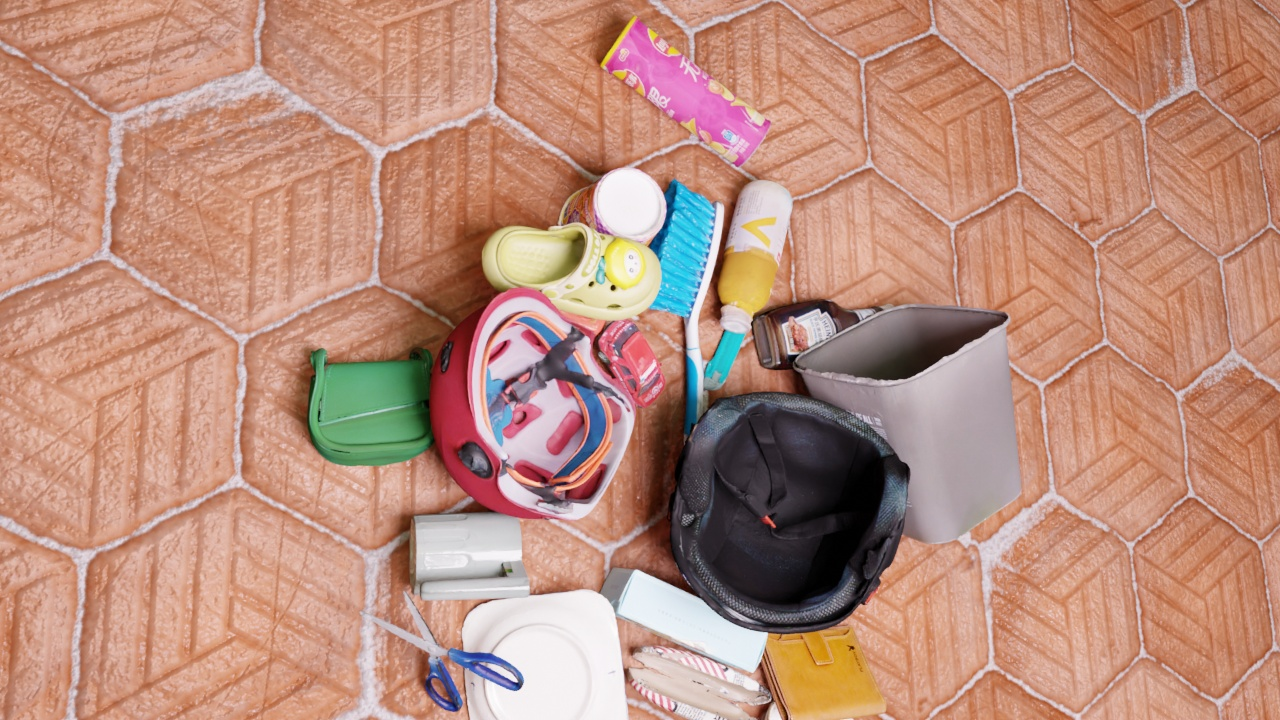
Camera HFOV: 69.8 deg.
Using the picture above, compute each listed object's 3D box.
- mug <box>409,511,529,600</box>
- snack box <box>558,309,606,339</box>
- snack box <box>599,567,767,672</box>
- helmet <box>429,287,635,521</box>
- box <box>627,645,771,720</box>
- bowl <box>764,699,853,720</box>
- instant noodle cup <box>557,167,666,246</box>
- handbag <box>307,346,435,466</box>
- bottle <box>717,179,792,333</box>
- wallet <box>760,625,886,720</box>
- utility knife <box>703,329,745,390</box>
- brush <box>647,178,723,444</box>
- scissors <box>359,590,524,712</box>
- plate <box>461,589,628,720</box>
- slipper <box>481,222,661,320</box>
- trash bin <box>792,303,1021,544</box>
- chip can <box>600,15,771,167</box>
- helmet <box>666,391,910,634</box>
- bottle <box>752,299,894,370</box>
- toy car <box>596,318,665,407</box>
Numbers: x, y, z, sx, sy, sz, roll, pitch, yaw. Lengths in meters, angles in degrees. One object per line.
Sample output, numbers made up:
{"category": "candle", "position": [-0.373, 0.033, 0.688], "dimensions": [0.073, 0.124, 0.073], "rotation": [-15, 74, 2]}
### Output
{"category": "mug", "position": [-0.171, 0.199, 0.906], "dimensions": [0.103, 0.124, 0.084], "rotation": [2, 105, -18]}
{"category": "snack box", "position": [-0.068, -0.063, 1.014], "dimensions": [0.082, 0.080, 0.091], "rotation": [24, 72, -15]}
{"category": "snack box", "position": [0.045, 0.281, 0.995], "dimensions": [0.175, 0.074, 0.051], "rotation": [28, 71, -13]}
{"category": "helmet", "position": [-0.130, 0.049, 0.917], "dimensions": [0.240, 0.144, 0.206], "rotation": [58, 39, -27]}
{"category": "box", "position": [0.059, 0.366, 0.991], "dimensions": [0.163, 0.075, 0.081], "rotation": [24, 62, -16]}
{"category": "bowl", "position": [0.185, 0.430, 1.015], "dimensions": [0.113, 0.062, 0.113], "rotation": [12, 31, -8]}
{"category": "instant noodle cup", "position": [-0.026, -0.161, 1.039], "dimensions": [0.111, 0.099, 0.111], "rotation": [3, 80, -21]}
{"category": "handbag", "position": [-0.269, 0.044, 0.932], "dimensions": [0.131, 0.068, 0.120], "rotation": [-1, 73, -19]}
{"category": "bottle", "position": [0.133, -0.124, 1.101], "dimensions": [0.068, 0.068, 0.189], "rotation": [21, 70, -16]}
{"category": "wallet", "position": [0.202, 0.352, 1.046], "dimensions": [0.130, 0.035, 0.119], "rotation": [2, 51, -25]}
{"category": "utility knife", "position": [0.124, -0.057, 1.120], "dimensions": [0.029, 0.013, 0.221], "rotation": [29, 71, -14]}
{"category": "brush", "position": [0.049, -0.053, 1.073], "dimensions": [0.109, 0.061, 0.314], "rotation": [18, 77, -20]}
{"category": "scissors", "position": [-0.190, 0.285, 0.882], "dimensions": [0.176, 0.163, 0.012], "rotation": [15, 37, 8]}
{"category": "plate", "position": [-0.099, 0.320, 0.925], "dimensions": [0.163, 0.034, 0.164], "rotation": [-9, 82, 2]}
{"category": "slipper", "position": [-0.065, -0.095, 0.935], "dimensions": [0.190, 0.082, 0.091], "rotation": [7, 80, -16]}
{"category": "trash bin", "position": [0.319, 0.071, 1.061], "dimensions": [0.198, 0.199, 0.220], "rotation": [-25, 108, -22]}
{"category": "chip can", "position": [0.057, -0.324, 1.113], "dimensions": [0.210, 0.071, 0.071], "rotation": [34, 70, -11]}
{"category": "helmet", "position": [0.148, 0.168, 0.965], "dimensions": [0.233, 0.230, 0.274], "rotation": [21, 62, 15]}
{"category": "bottle", "position": [0.235, -0.038, 1.142], "dimensions": [0.194, 0.044, 0.080], "rotation": [-11, 88, -23]}
{"category": "toy car", "position": [-0.006, 0.006, 1.017], "dimensions": [0.052, 0.045, 0.120], "rotation": [-48, 138, -18]}
